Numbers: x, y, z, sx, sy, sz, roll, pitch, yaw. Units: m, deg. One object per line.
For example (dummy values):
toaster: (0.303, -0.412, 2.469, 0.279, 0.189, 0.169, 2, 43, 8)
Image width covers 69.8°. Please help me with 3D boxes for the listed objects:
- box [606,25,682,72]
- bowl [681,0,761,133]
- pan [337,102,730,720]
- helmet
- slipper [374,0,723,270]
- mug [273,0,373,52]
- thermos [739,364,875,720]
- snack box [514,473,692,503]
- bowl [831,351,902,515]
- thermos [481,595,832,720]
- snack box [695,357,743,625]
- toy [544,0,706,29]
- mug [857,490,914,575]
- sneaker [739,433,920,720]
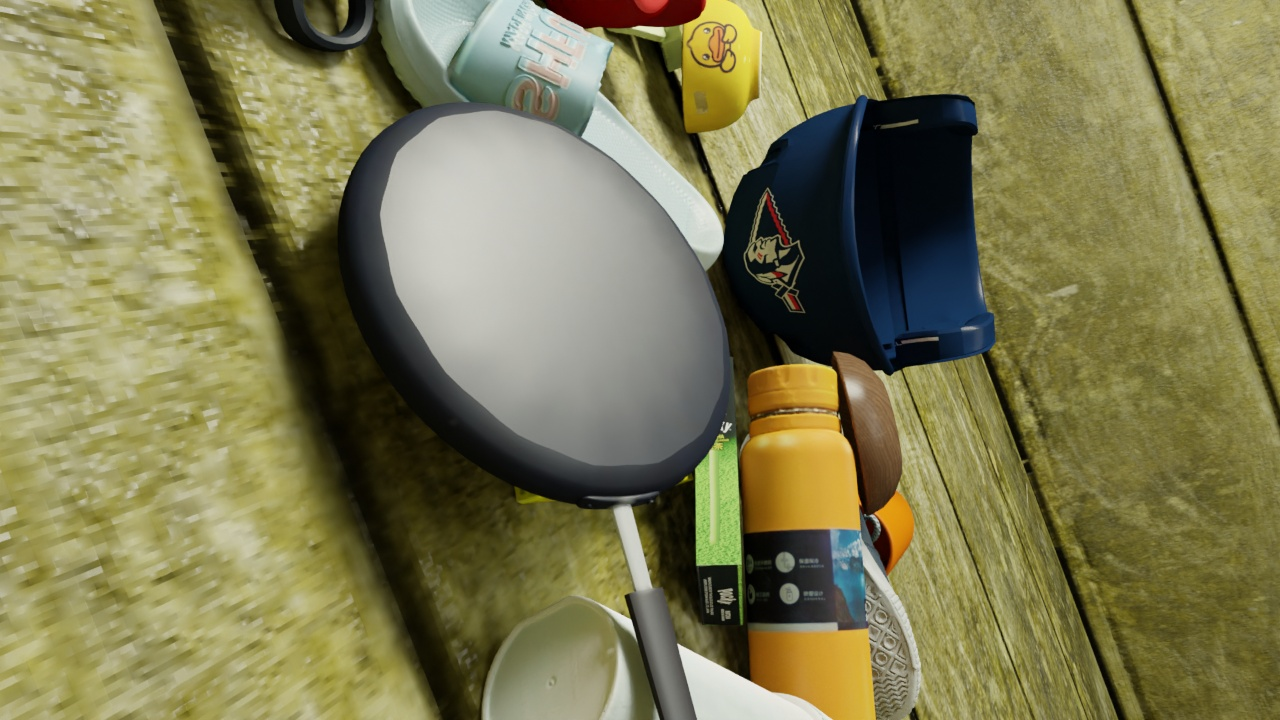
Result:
box: (-0.010, -0.361, 0.810, 0.140, 0.047, 0.187, 1, 72, -61)
bowl: (0.074, -0.263, 0.818, 0.117, 0.068, 0.117, 3, 89, -83)
pan: (-0.012, 0.038, 0.376, 0.198, 0.021, 0.356, 3, 61, -42)
helmet: (0.177, -0.101, 0.773, 0.271, 0.223, 0.232, -26, 110, -74)
slipper: (-0.034, -0.140, 0.514, 0.245, 0.074, 0.103, 37, 35, -25)
mug: (-0.140, -0.191, 0.403, 0.077, 0.071, 0.105, -37, 132, -64)
thermos: (0.103, 0.123, 0.599, 0.091, 0.076, 0.232, 124, -34, -73)
snack box: (-0.018, 0.052, 0.500, 0.147, 0.029, 0.040, 10, 63, -62)
bowl: (0.161, 0.049, 0.643, 0.117, 0.030, 0.118, -11, 89, -82)
thermos: (0.027, 0.181, 0.428, 0.220, 0.100, 0.099, 43, 36, -37)
snack box: (0.049, 0.080, 0.578, 0.080, 0.025, 0.147, 81, 8, -50)
toy: (-0.025, -0.327, 0.629, 0.158, 0.121, 0.197, -43, 123, -60)
mug: (0.181, 0.164, 0.777, 0.095, 0.078, 0.112, -7, 106, -64)
sneaker: (0.142, 0.150, 0.688, 0.087, 0.089, 0.235, 21, 49, -64)
